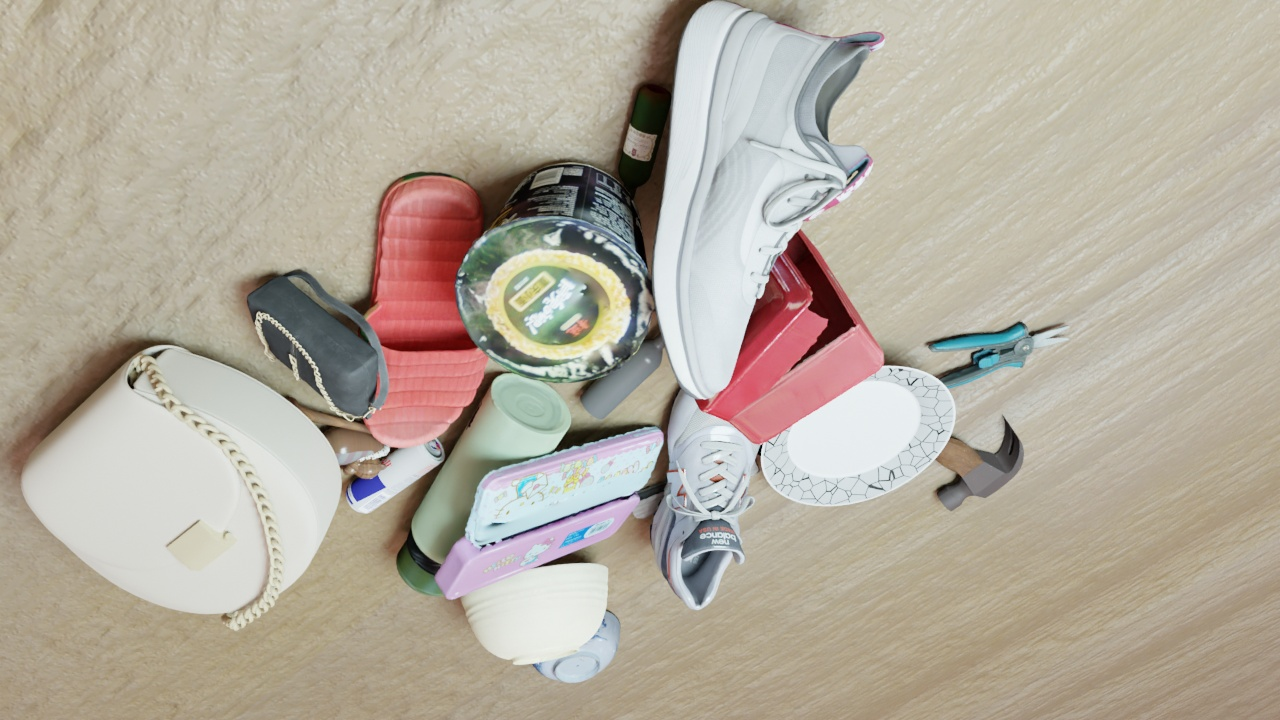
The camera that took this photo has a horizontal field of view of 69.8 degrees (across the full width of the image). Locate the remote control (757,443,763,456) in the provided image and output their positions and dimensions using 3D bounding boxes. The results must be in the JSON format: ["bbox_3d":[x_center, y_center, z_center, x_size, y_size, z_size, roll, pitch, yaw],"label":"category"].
[{"bbox_3d":[0.160,0.097,0.927,0.150,0.013,0.034,28,117,-32],"label":"remote control"}]

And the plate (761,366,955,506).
[{"bbox_3d":[0.206,0.071,0.878,0.188,0.016,0.189,-6,132,-7],"label":"plate"}]

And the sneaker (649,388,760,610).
[{"bbox_3d":[0.066,0.128,0.840,0.088,0.124,0.240,5,120,-11],"label":"sneaker"}]

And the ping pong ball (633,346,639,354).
[{"bbox_3d":[-0.019,-0.020,0.767,0.040,0.040,0.040,-7,130,-9],"label":"ping pong ball"}]

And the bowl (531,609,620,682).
[{"bbox_3d":[-0.074,0.330,1.039,0.114,0.045,0.114,-7,130,-9],"label":"bowl"}]

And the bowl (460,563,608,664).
[{"bbox_3d":[-0.100,0.258,0.916,0.150,0.075,0.151,-10,158,-4],"label":"bowl"}]

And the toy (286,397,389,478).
[{"bbox_3d":[-0.256,0.070,0.781,0.101,0.041,0.055,19,100,-37],"label":"toy"}]

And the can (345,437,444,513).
[{"bbox_3d":[-0.220,0.101,0.820,0.095,0.032,0.032,-35,129,15],"label":"can"}]

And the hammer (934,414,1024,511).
[{"bbox_3d":[0.269,0.064,0.917,0.322,0.033,0.115,28,119,-31],"label":"hammer"}]

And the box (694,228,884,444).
[{"bbox_3d":[0.094,-0.031,0.712,0.110,0.157,0.134,28,119,-37],"label":"box"}]

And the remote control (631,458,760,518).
[{"bbox_3d":[0.053,0.125,0.923,0.136,0.013,0.033,-22,131,3],"label":"remote control"}]

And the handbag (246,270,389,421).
[{"bbox_3d":[-0.239,-0.006,0.687,0.054,0.128,0.079,-44,162,-34],"label":"handbag"}]

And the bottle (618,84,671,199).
[{"bbox_3d":[-0.002,-0.149,0.674,0.025,0.025,0.106,4,127,-18],"label":"bottle"}]

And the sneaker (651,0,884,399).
[{"bbox_3d":[0.083,-0.100,0.607,0.129,0.096,0.263,10,95,21],"label":"sneaker"}]

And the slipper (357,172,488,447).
[{"bbox_3d":[-0.166,-0.021,0.713,0.103,0.059,0.249,3,125,-21],"label":"slipper"}]

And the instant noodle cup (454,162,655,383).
[{"bbox_3d":[-0.053,-0.071,0.657,0.137,0.112,0.137,3,130,3],"label":"instant noodle cup"}]

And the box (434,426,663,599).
[{"bbox_3d":[-0.075,0.133,0.824,0.213,0.035,0.151,-12,137,-45],"label":"box"}]

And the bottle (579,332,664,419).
[{"bbox_3d":[-0.005,0.005,0.797,0.030,0.030,0.113,32,116,-33],"label":"bottle"}]

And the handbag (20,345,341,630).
[{"bbox_3d":[-0.354,0.100,0.735,0.211,0.103,0.208,-35,114,21],"label":"handbag"}]

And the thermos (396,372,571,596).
[{"bbox_3d":[-0.145,0.121,0.825,0.082,0.082,0.232,19,121,-27],"label":"thermos"}]

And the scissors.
[{"bbox_3d":[0.338,-0.006,0.883,0.123,0.019,0.148,34,109,-29],"label":"scissors"}]
